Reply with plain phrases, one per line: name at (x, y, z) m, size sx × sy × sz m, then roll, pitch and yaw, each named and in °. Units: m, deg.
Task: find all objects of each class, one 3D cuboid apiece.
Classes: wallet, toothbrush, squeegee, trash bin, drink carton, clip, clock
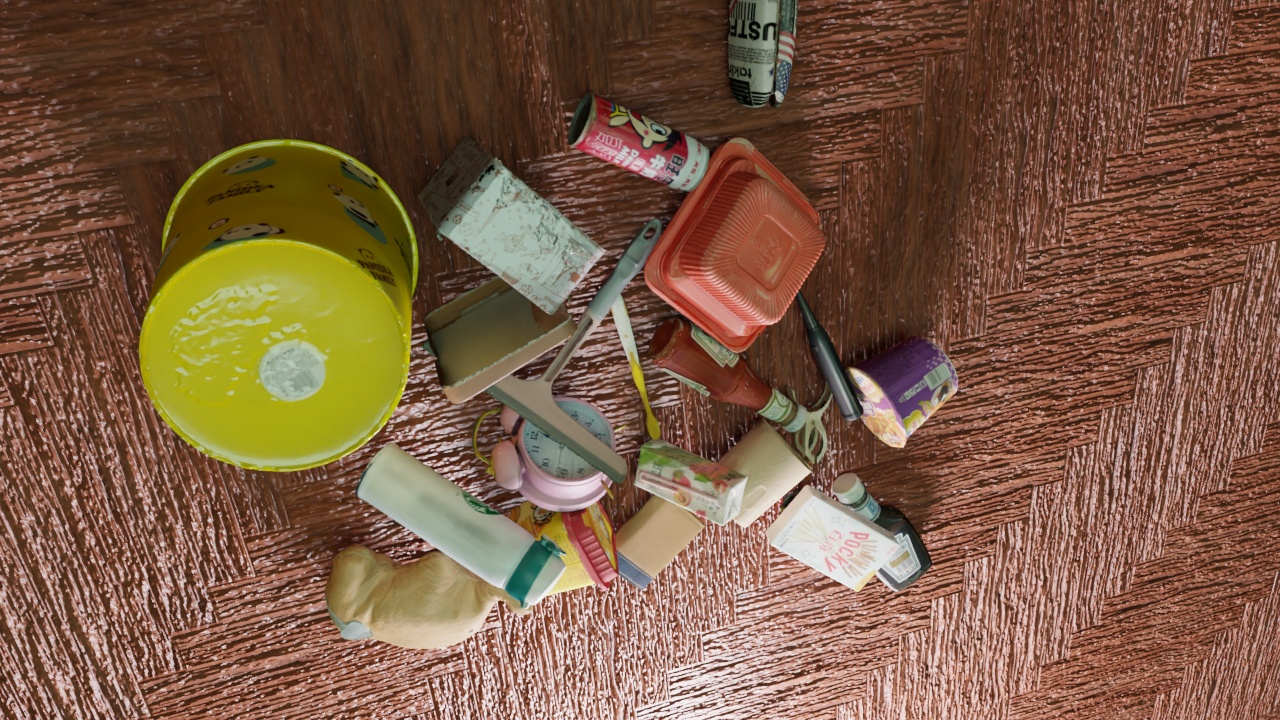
wallet at (0.012, 0.215, 1.109) m, size 0.115 × 0.033 × 0.090 m, roll -45°, pitch 121°, yaw 4°
toothbrush at (0.205, -0.022, 1.056) m, size 0.027 × 0.026 × 0.213 m, roll -33°, pitch 110°, yaw -10°
squeegee at (-0.052, -0.043, 0.957) m, size 0.247 × 0.040 × 0.249 m, roll 35°, pitch 87°, yaw 2°
trash bin at (-0.293, -0.048, 0.766) m, size 0.229 × 0.255 × 0.230 m, roll -7°, pitch 114°, yaw -15°
drink carton at (0.054, 0.136, 1.037) m, size 0.045 × 0.122 × 0.054 m, roll -25°, pitch 131°, yaw -55°
clip at (0.203, 0.075, 1.106) m, size 0.061 × 0.034 × 0.097 m, roll -8°, pitch 110°, yaw -13°
toothbrush at (-0.006, 0.006, 1.019) m, size 0.016 × 0.018 × 0.191 m, roll -19°, pitch 115°, yaw -6°
clock at (-0.099, 0.091, 0.969) m, size 0.158 × 0.117 × 0.060 m, roll 12°, pitch 146°, yaw -4°

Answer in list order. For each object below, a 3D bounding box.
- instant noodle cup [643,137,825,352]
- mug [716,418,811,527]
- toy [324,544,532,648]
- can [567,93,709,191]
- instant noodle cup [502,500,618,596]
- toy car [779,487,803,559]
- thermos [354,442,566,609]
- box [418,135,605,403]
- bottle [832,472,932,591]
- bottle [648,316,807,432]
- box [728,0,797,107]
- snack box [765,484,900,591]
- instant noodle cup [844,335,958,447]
instant noodle cup at (0.113, -0.116, 0.951) m, size 0.164 × 0.079 × 0.188 m, roll 34°, pitch 84°, yaw -29°
mug at (0.144, 0.141, 1.098) m, size 0.103 × 0.084 × 0.124 m, roll -43°, pitch 145°, yaw 6°
toy at (-0.228, 0.262, 1.002) m, size 0.226 × 0.082 × 0.144 m, roll 5°, pitch 134°, yaw -2°
can at (-0.001, -0.212, 0.901) m, size 0.132 × 0.053 × 0.053 m, roll 18°, pitch 107°, yaw -24°
instant noodle cup at (-0.101, 0.205, 1.029) m, size 0.124 × 0.116 × 0.116 m, roll -23°, pitch 118°, yaw 6°
toy car at (0.203, 0.204, 1.162) m, size 0.049 × 0.031 × 0.106 m, roll -17°, pitch 120°, yaw -4°
thermos at (-0.181, 0.170, 0.946) m, size 0.224 × 0.073 × 0.073 m, roll 32°, pitch 102°, yaw 5°
box at (-0.150, -0.077, 0.845) m, size 0.156 × 0.183 × 0.192 m, roll 39°, pitch 94°, yaw -27°
bottle at (0.310, 0.221, 1.199) m, size 0.080 × 0.044 × 0.195 m, roll -38°, pitch 118°, yaw 1°
bottle at (0.104, 0.022, 1.030) m, size 0.206 × 0.059 × 0.060 m, roll 30°, pitch 101°, yaw -23°
box at (0.133, -0.328, 0.885) m, size 0.080 × 0.075 × 0.164 m, roll -9°, pitch 113°, yaw -25°
snack box at (0.241, 0.223, 1.147) m, size 0.156 × 0.027 × 0.085 m, roll 31°, pitch 106°, yaw -22°
instant noodle cup at (0.310, 0.030, 1.083) m, size 0.099 × 0.111 × 0.111 m, roll -34°, pitch 119°, yaw -12°
